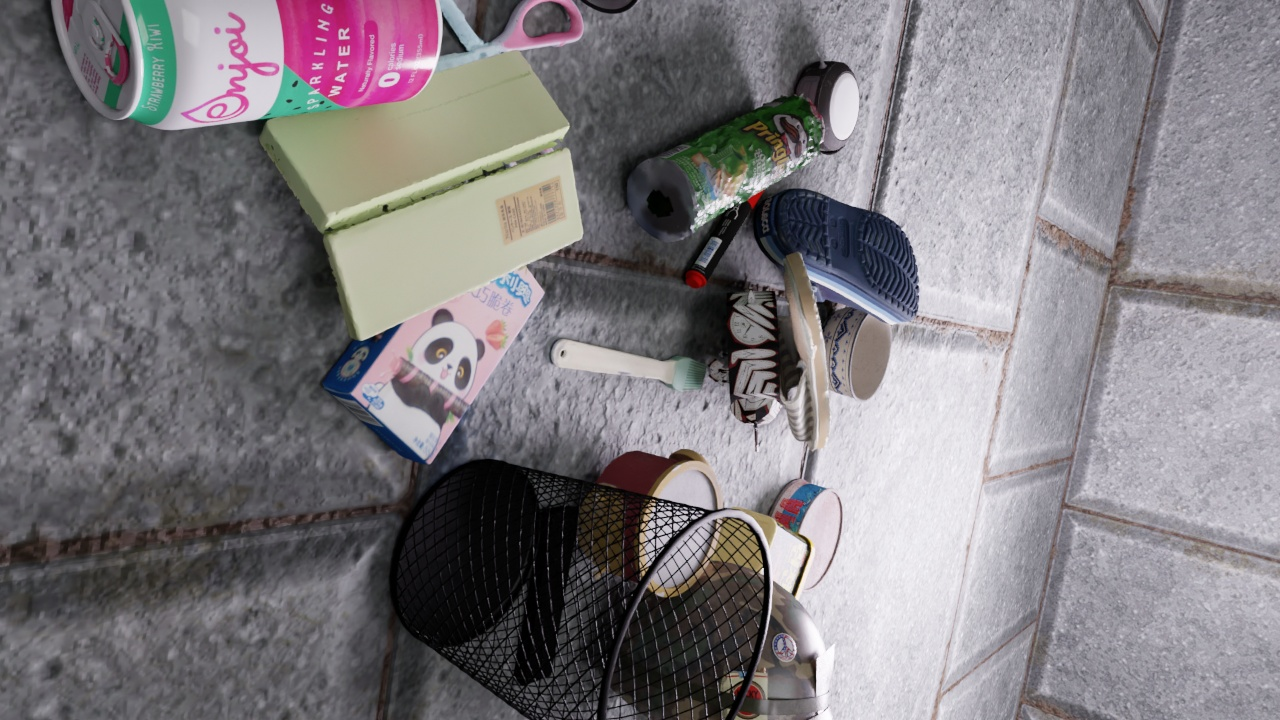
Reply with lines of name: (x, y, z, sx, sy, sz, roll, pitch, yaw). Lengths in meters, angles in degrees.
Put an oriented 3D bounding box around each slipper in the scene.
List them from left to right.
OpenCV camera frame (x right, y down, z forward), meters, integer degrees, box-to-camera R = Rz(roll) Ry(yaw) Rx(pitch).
slipper: (0.165, -0.002, 0.960, 0.273, 0.054, 0.114, 74, 12, -48)
slipper: (0.207, -0.113, 0.994, 0.252, 0.095, 0.105, 21, 65, -37)

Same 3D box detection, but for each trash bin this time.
trash bin: (-0.047, 0.163, 0.631, 0.183, 0.210, 0.184, -21, 117, -49)

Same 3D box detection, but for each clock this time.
clock: (0.015, 0.135, 0.815, 0.158, 0.081, 0.117, -13, 108, -49)
clock: (0.100, 0.011, 0.880, 0.114, 0.065, 0.154, 15, 73, -83)
clock: (0.201, -0.266, 0.968, 0.122, 0.044, 0.091, 14, 90, -54)

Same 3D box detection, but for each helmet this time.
helmet: (0.074, 0.309, 0.832, 0.236, 0.224, 0.193, -63, 171, -12)

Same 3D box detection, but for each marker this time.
marker: (0.082, -0.127, 0.874, 0.023, 0.021, 0.144, 41, 65, -18)

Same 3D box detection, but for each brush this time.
brush: (-0.005, 0.005, 0.809, 0.217, 0.012, 0.033, 10, 93, -52)

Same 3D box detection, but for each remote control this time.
remote control: (-0.079, 0.195, 0.767, 0.034, 0.013, 0.150, 2, 100, -54)

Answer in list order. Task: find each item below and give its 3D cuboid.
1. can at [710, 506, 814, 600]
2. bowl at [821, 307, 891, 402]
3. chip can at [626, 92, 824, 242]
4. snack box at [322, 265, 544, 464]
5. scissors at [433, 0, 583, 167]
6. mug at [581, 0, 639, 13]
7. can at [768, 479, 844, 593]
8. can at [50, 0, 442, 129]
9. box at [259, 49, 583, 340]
can: (0.123, 0.235, 1.000, 0.101, 0.073, 0.130, 38, 71, -49)
bowl: (0.250, -0.012, 1.100, 0.115, 0.059, 0.115, -21, 117, -49)
chip can: (0.080, -0.174, 0.812, 0.222, 0.075, 0.075, -36, 128, -42)
snack box: (-0.132, -0.017, 0.613, 0.153, 0.033, 0.088, -60, 141, -23)
scissors: (-0.094, -0.189, 0.626, 0.170, 0.014, 0.168, -32, 125, -44)
mug: (-0.017, -0.316, 0.645, 0.113, 0.078, 0.087, 50, 58, -18)
can: (0.198, 0.213, 1.115, 0.129, 0.044, 0.130, -21, 117, -49)
can: (-0.183, -0.165, 0.450, 0.165, 0.088, 0.088, -27, 121, -46)
box: (-0.117, -0.107, 0.560, 0.187, 0.048, 0.140, -30, 110, -39)
